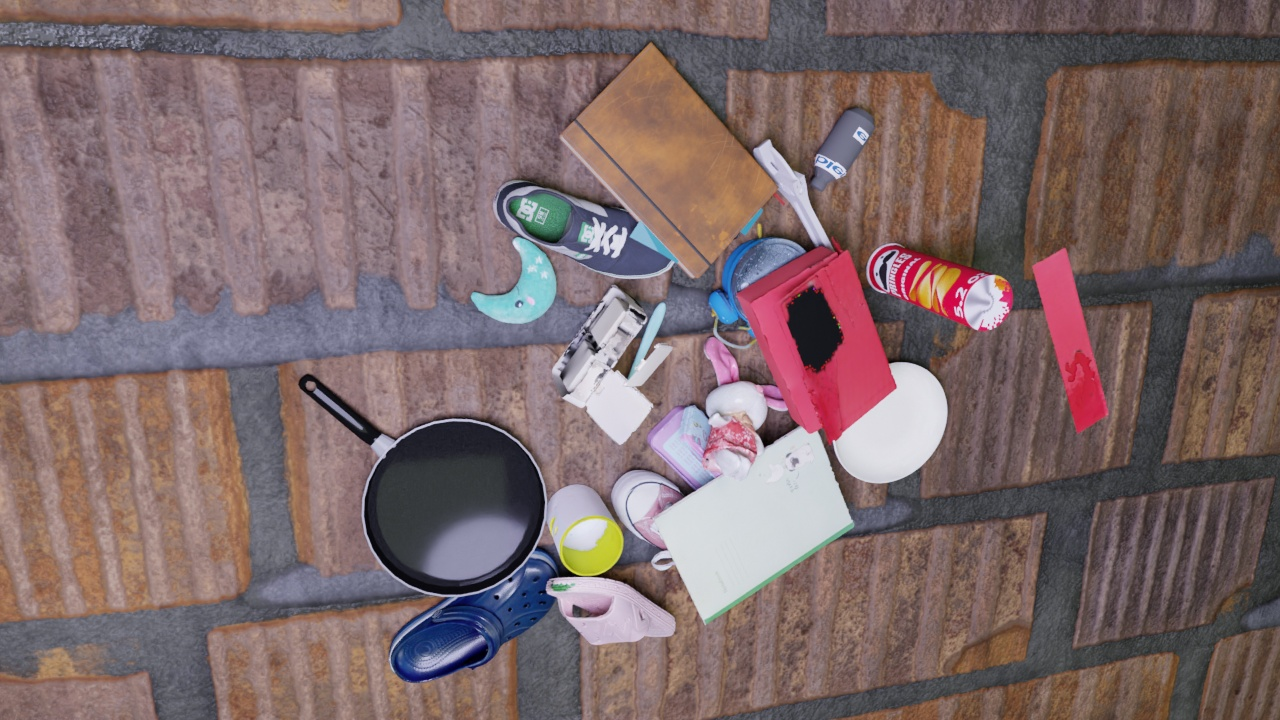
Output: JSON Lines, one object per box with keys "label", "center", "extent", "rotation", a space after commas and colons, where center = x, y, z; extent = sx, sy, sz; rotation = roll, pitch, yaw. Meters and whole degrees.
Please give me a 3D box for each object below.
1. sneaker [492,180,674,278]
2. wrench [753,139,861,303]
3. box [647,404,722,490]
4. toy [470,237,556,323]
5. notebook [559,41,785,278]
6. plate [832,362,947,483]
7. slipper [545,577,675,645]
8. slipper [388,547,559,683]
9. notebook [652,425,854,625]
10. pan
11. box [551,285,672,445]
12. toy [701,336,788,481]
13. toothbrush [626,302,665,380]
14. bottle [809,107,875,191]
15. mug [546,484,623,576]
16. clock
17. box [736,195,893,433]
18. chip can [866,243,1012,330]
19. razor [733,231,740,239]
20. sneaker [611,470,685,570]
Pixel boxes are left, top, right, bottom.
{"label": "sneaker", "center": [-0.058, -0.150, 1.097], "extent": [0.235, 0.079, 0.084], "rotation": [17, 100, -21]}
{"label": "wrench", "center": [0.221, -0.170, 1.189], "extent": [0.018, 0.086, 0.273], "rotation": [-39, 123, -3]}
{"label": "box", "center": [0.111, 0.150, 1.250], "extent": [0.214, 0.096, 0.077], "rotation": [46, 63, -23]}
{"label": "toy", "center": [-0.146, -0.088, 1.117], "extent": [0.085, 0.033, 0.105], "rotation": [38, 94, -12]}
{"label": "notebook", "center": [0.039, -0.223, 1.089], "extent": [0.249, 0.014, 0.178], "rotation": [45, 77, -15]}
{"label": "plate", "center": [0.352, 0.086, 1.317], "extent": [0.182, 0.034, 0.182], "rotation": [-5, 108, -15]}
{"label": "slipper", "center": [-0.033, 0.344, 1.216], "extent": [0.094, 0.064, 0.239], "rotation": [-13, 146, 31]}
{"label": "slipper", "center": [-0.210, 0.349, 1.200], "extent": [0.253, 0.095, 0.105], "rotation": [-32, 110, -2]}
{"label": "notebook", "center": [0.157, 0.216, 1.220], "extent": [0.252, 0.010, 0.182], "rotation": [-30, 112, -13]}
{"label": "pan", "center": [-0.278, 0.139, 1.137], "extent": [0.356, 0.034, 0.225], "rotation": [43, 86, -13]}
{"label": "box", "center": [-0.027, 0.008, 1.093], "extent": [0.069, 0.191, 0.143], "rotation": [31, 102, -24]}
{"label": "toy", "center": [0.125, 0.073, 1.184], "extent": [0.159, 0.193, 0.084], "rotation": [38, 133, -19]}
{"label": "toothbrush", "center": [-0.007, 0.007, 1.196], "extent": [0.016, 0.016, 0.181], "rotation": [22, 98, -20]}
{"label": "bottle", "center": [0.254, -0.268, 1.172], "extent": [0.047, 0.047, 0.112], "rotation": [31, 96, -23]}
{"label": "mug", "center": [-0.075, 0.218, 1.191], "extent": [0.082, 0.106, 0.082], "rotation": [-5, 107, -15]}
{"label": "clock", "center": [0.153, -0.089, 1.191], "extent": [0.116, 0.060, 0.161], "rotation": [26, 99, -23]}
{"label": "box", "center": [0.219, -0.076, 1.266], "extent": [0.153, 0.324, 0.214], "rotation": [-23, 116, 9]}
{"label": "chip can", "center": [0.373, -0.097, 1.165], "extent": [0.069, 0.220, 0.069], "rotation": [-5, 108, -16]}
{"label": "razor", "center": [0.077, -0.215, 1.138], "extent": [0.067, 0.054, 0.151], "rotation": [-34, 107, -17]}
{"label": "sneaker", "center": [0.064, 0.237, 1.248], "extent": [0.241, 0.088, 0.118], "rotation": [35, 94, -23]}
